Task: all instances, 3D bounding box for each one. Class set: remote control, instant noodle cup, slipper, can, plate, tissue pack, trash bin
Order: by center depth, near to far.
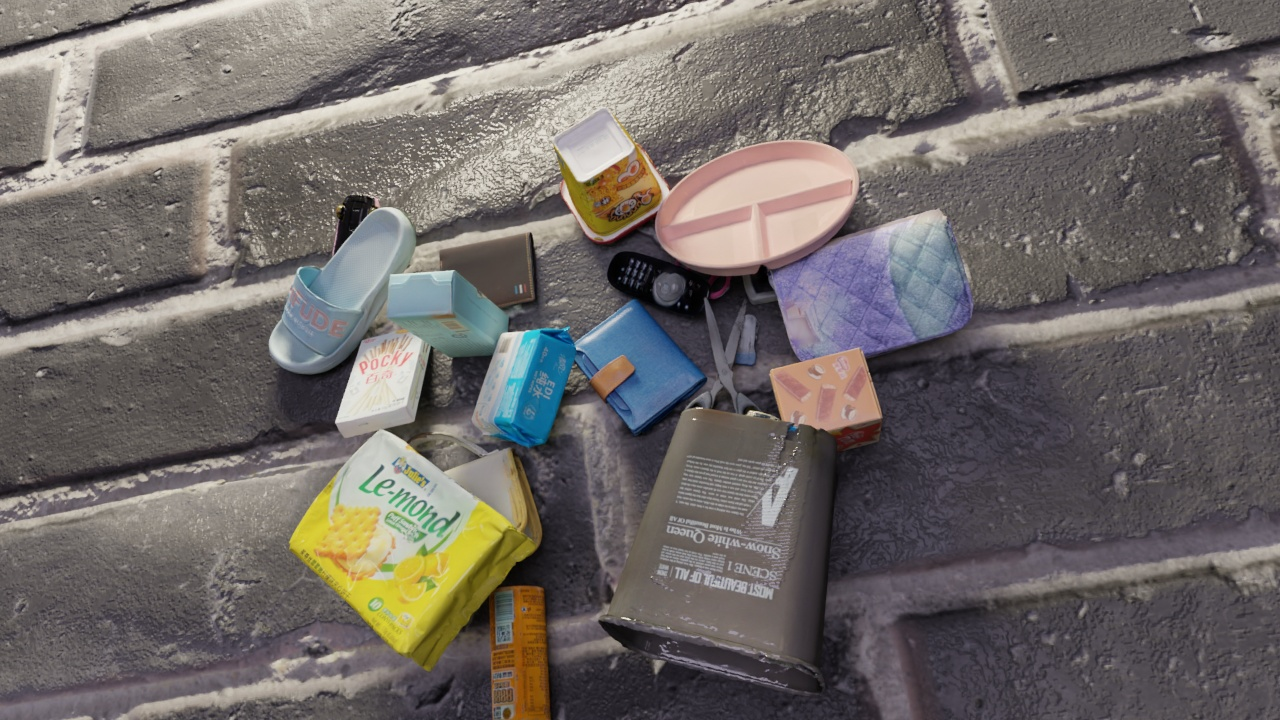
[{"bbox_3d":[0.092,0.179,0.866,0.199,0.199,0.219,9,67,16],"label":"trash bin"},{"bbox_3d":[-0.123,0.306,0.935,0.058,0.058,0.145,-9,68,10],"label":"can"},{"bbox_3d":[-0.127,0.027,1.022,0.090,0.063,0.140,-2,66,51],"label":"tissue pack"},{"bbox_3d":[0.129,-0.170,1.023,0.230,0.028,0.229,-14,42,13],"label":"plate"},{"bbox_3d":[0.190,-0.103,1.033,0.150,0.021,0.058,-11,68,8],"label":"remote control"},{"bbox_3d":[0.023,-0.089,1.060,0.136,0.024,0.053,23,92,27],"label":"remote control"},{"bbox_3d":[-0.040,-0.219,1.073,0.116,0.124,0.116,-32,66,0],"label":"instant noodle cup"},{"bbox_3d":[-0.365,-0.084,1.105,0.104,0.074,0.245,45,100,23],"label":"slipper"}]

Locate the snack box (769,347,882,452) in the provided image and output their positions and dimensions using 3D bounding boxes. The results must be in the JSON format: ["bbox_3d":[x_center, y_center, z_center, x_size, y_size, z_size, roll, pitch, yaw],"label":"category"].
[{"bbox_3d":[0.190,0.048,0.938,0.094,0.093,0.077,-15,68,7],"label":"snack box"}]

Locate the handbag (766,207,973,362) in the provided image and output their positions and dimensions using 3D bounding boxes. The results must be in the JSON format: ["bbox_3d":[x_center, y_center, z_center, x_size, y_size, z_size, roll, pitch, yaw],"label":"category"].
[{"bbox_3d":[0.241,-0.071,0.972,0.194,0.075,0.134,-15,85,8],"label":"handbag"}]

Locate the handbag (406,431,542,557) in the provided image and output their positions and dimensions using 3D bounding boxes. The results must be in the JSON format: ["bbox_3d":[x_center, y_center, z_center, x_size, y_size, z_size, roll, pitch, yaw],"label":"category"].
[{"bbox_3d":[-0.202,0.152,1.013,0.163,0.063,0.178,-22,59,5],"label":"handbag"}]

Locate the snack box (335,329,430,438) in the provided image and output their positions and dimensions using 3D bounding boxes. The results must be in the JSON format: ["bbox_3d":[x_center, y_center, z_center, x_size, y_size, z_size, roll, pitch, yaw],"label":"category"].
[{"bbox_3d":[-0.292,0.021,1.056,0.085,0.027,0.156,-14,38,7],"label":"snack box"}]

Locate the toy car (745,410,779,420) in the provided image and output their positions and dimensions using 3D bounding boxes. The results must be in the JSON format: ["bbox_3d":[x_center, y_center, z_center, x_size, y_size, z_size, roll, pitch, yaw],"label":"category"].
[{"bbox_3d":[0.117,0.072,0.932,0.042,0.090,0.035,14,69,2],"label":"toy car"}]

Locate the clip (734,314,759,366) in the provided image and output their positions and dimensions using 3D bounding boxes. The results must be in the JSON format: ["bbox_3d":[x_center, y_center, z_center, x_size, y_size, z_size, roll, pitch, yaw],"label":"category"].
[{"bbox_3d":[0.120,-0.022,1.021,0.024,0.029,0.056,8,79,17],"label":"clip"}]

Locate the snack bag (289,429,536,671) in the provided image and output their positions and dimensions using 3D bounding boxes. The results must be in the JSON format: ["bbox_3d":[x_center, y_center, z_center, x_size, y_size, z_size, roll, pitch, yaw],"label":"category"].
[{"bbox_3d":[-0.237,0.185,0.929,0.247,0.068,0.157,29,73,33],"label":"snack bag"}]

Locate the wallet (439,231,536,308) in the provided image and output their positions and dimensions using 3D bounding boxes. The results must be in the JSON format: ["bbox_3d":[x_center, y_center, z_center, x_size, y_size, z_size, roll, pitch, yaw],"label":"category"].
[{"bbox_3d":[-0.187,-0.104,1.123,0.122,0.020,0.096,-10,68,12],"label":"wallet"}]

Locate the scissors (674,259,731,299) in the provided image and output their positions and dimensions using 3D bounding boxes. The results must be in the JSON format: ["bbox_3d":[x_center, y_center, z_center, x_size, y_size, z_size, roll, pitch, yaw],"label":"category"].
[{"bbox_3d":[0.093,-0.136,1.063,0.105,0.017,0.136,20,79,35],"label":"scissors"}]

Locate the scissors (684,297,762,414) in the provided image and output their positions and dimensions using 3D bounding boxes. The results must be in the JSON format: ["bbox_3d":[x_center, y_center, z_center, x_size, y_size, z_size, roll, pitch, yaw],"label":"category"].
[{"bbox_3d":[0.091,0.021,0.997,0.159,0.014,0.173,-41,81,-10],"label":"scissors"}]

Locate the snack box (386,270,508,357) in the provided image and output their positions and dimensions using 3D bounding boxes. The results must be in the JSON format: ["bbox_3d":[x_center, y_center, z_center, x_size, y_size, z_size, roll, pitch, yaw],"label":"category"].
[{"bbox_3d":[-0.210,-0.048,1.023,0.074,0.175,0.051,-2,75,11],"label":"snack box"}]

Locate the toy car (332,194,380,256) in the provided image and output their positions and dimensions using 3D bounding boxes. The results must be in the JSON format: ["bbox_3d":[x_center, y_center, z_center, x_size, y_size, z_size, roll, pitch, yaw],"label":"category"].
[{"bbox_3d":[-0.363,-0.153,1.173,0.056,0.037,0.122,7,84,16],"label":"toy car"}]

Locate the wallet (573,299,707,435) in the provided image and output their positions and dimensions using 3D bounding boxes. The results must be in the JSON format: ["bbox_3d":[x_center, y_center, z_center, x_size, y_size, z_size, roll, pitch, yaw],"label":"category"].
[{"bbox_3d":[-0.006,0.006,1.031,0.106,0.040,0.133,-37,66,-7],"label":"wallet"}]
